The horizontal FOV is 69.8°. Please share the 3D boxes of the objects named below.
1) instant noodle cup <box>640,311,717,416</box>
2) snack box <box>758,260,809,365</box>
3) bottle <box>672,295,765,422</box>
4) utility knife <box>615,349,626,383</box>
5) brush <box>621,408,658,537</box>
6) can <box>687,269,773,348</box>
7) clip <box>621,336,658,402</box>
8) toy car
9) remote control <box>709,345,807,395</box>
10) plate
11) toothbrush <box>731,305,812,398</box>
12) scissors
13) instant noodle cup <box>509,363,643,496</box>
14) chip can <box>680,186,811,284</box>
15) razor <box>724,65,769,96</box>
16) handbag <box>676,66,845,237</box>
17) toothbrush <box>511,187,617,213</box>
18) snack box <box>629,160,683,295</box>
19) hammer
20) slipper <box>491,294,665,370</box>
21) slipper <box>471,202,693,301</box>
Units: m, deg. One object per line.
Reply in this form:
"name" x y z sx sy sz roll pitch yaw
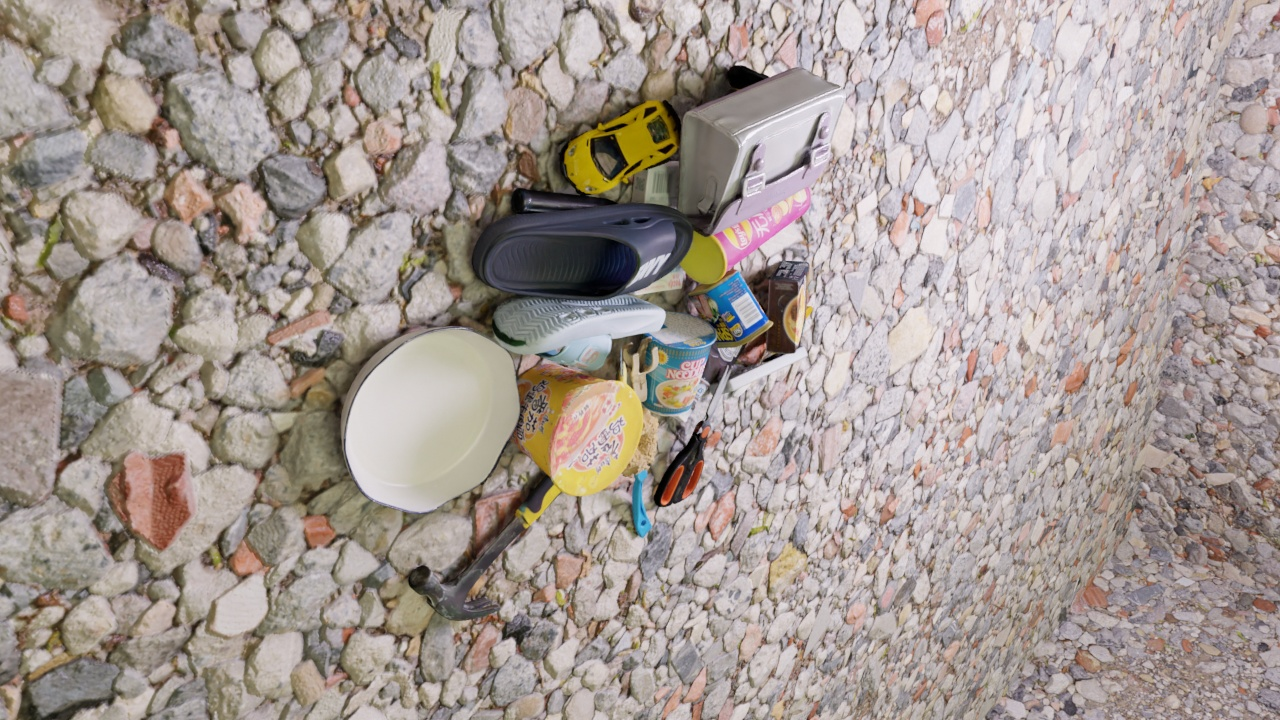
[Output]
"instant noodle cup" 0.040 0.007 1.162 0.099 0.099 0.110 -19 129 -39
"snack box" 0.202 -0.066 1.287 0.113 0.053 0.126 -50 142 -63
"bottle" 0.097 -0.006 1.246 0.194 0.044 0.080 -57 140 -8
"utility knife" -0.020 0.023 1.074 0.211 0.022 0.031 108 -19 -72
"brush" -0.005 0.157 1.207 0.083 0.046 0.255 -48 150 -31
"can" 0.111 -0.065 1.161 0.057 0.102 0.083 -34 98 -12
"clip" -0.004 0.010 1.114 0.034 0.071 0.100 -18 154 -20
"toy car" -0.019 -0.231 1.001 0.155 0.041 0.071 -33 106 -28
"remote control" 0.168 0.013 1.305 0.149 0.058 0.021 -23 92 -28
"plate" -0.219 0.058 0.950 0.204 0.045 0.205 -23 125 -37
"toothbrush" 0.194 -0.015 1.364 0.191 0.018 0.016 -48 134 -15
"scissors" 0.086 0.105 1.281 0.235 0.022 0.141 -57 150 2
"instant noodle cup" -0.082 0.070 1.047 0.137 0.110 0.138 -22 124 -37
"chip can" 0.135 -0.173 1.158 0.209 0.071 0.071 -38 133 -39
"razor" 0.108 -0.274 1.125 0.167 0.062 0.067 -67 170 11
"handbag" 0.139 -0.240 1.067 0.196 0.098 0.145 -30 148 -32
"toothbrush" -0.045 -0.167 1.014 0.212 0.026 0.027 -1 116 -38
"snack box" 0.023 -0.160 1.106 0.084 0.027 0.157 -12 117 -43
"hammer" -0.131 0.179 1.111 0.322 0.032 0.126 -48 136 -19
"slipper" -0.067 -0.033 1.024 0.244 0.104 0.074 -11 118 -50
"slipper" -0.047 -0.102 0.990 0.267 0.083 0.111 -7 134 -34
